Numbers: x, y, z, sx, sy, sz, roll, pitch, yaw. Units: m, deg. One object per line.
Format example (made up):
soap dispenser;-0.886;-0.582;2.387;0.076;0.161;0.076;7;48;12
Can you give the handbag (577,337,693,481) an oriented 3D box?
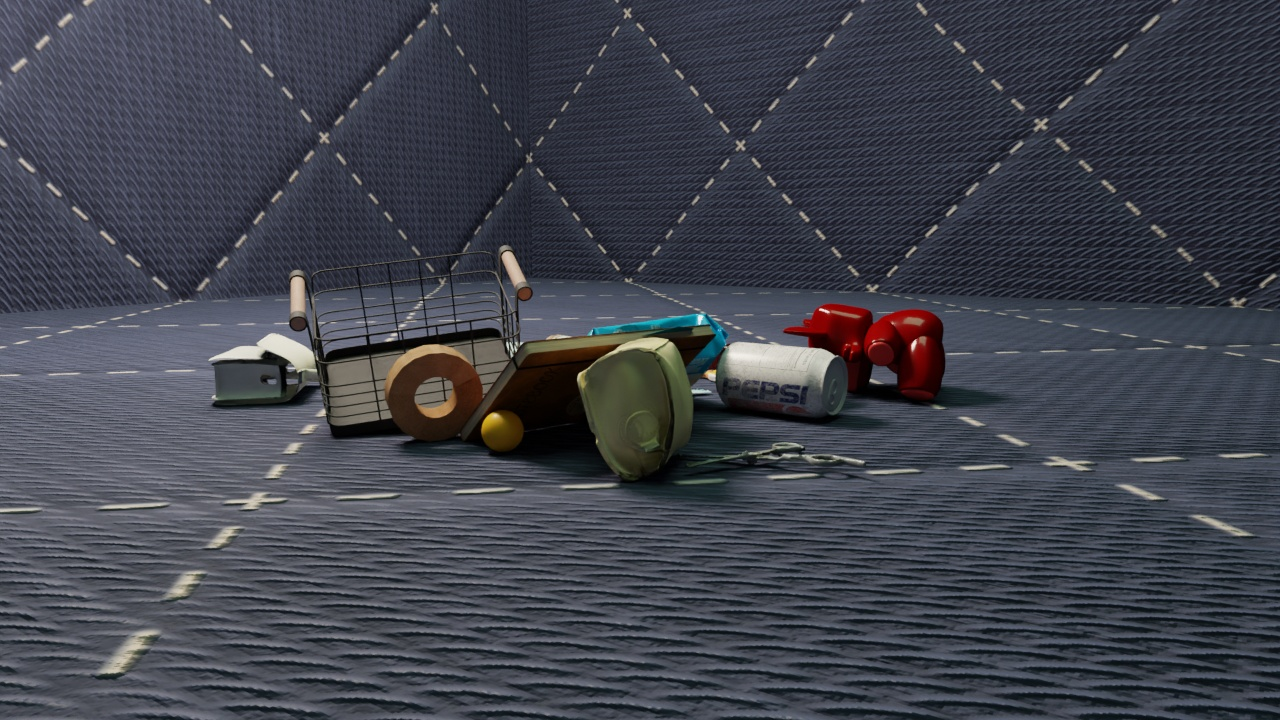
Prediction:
handbag;0.000;0.040;0.814;0.081;0.111;0.119;-14;4;10

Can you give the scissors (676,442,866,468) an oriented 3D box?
scissors;0.116;0.087;0.819;0.172;0.014;0.141;2;5;39

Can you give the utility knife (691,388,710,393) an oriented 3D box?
utility knife;0.011;0.040;1.140;0.175;0.017;0.030;-4;14;-25

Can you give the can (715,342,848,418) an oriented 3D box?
can;0.160;0.022;1.049;0.136;0.078;0.078;6;10;36

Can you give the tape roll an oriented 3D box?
tape roll;-0.207;0.033;0.918;0.094;0.094;0.027;-4;20;-22

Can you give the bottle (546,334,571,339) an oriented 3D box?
bottle;-0.095;-0.006;1.319;0.056;0.056;0.105;-6;10;-35

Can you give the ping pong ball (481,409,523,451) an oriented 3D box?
ping pong ball;-0.131;0.067;0.874;0.040;0.040;0.040;0;8;0

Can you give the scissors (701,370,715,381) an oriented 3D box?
scissors;0.086;0.020;1.297;0.131;0.012;0.073;3;8;15

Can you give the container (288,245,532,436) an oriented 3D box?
container;-0.244;-0.031;0.996;0.241;0.130;0.162;-9;33;-15

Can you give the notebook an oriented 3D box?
notebook;-0.041;0.017;0.938;0.248;0.014;0.179;-7;-29;-39

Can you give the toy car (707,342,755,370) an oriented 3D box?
toy car;0.159;0.015;1.155;0.070;0.062;0.170;-8;12;-43

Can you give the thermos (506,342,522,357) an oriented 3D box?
thermos;-0.202;0.008;1.192;0.207;0.065;0.077;1;10;7

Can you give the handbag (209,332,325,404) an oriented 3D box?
handbag;-0.446;0.007;1.178;0.176;0.074;0.151;-1;8;-8

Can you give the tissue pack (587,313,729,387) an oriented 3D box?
tissue pack;-0.006;0.006;1.056;0.208;0.066;0.117;-11;-27;-36

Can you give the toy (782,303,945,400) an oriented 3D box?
toy;0.294;-0.017;1.185;0.197;0.120;0.158;13;15;19
